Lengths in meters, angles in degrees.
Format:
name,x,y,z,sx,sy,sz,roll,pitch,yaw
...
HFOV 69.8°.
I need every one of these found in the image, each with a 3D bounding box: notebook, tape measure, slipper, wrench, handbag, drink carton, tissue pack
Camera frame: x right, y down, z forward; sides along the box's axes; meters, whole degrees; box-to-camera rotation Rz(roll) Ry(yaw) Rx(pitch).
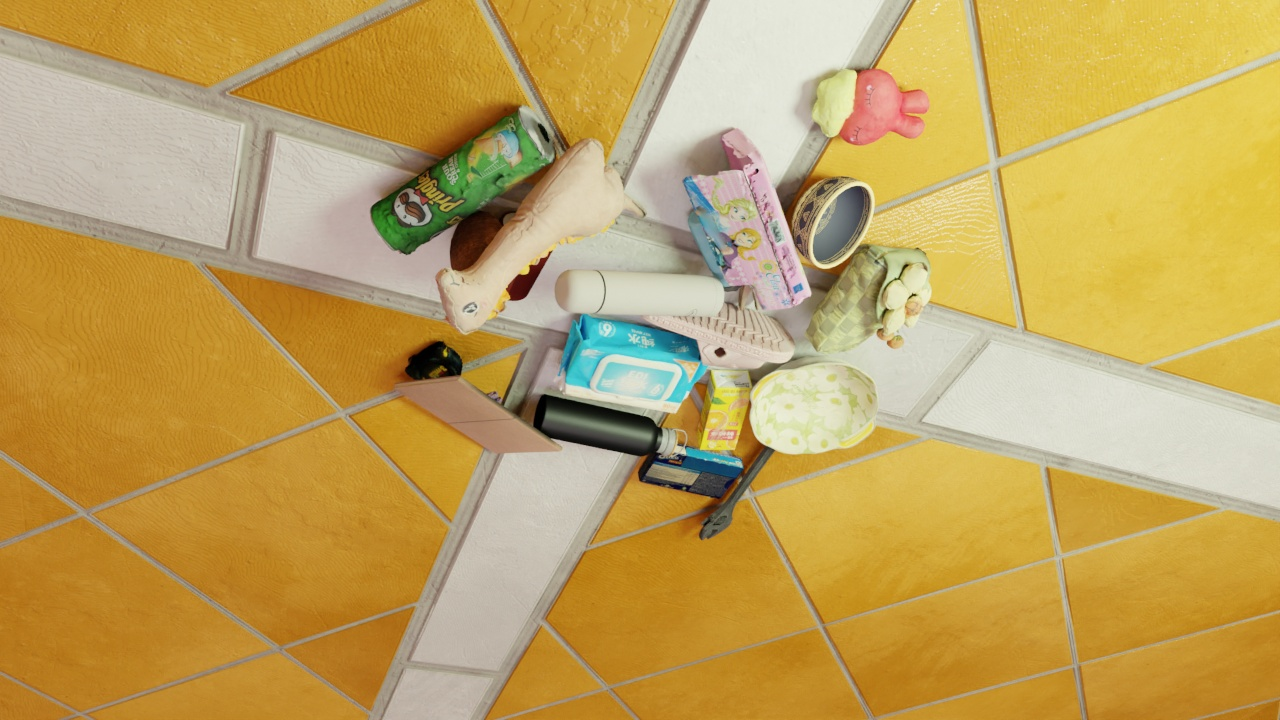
name,x,y,z,sx,sy,sz,roll,pitch,yaw
notebook,-0.227,0.081,1.292,0.142,0.008,0.209,-6,146,39
tape measure,-0.276,0.009,1.257,0.067,0.038,0.062,-31,122,19
slipper,0.094,-0.034,1.222,0.239,0.094,0.065,17,124,-17
wrench,0.165,0.207,1.489,0.073,0.018,0.274,-9,140,-40
handbag,0.304,-0.067,1.192,0.113,0.117,0.187,-4,139,-41
drink carton,0.124,0.077,1.363,0.058,0.042,0.135,1,133,-9
tissue pack,-0.008,0.007,1.270,0.209,0.066,0.117,10,132,-18

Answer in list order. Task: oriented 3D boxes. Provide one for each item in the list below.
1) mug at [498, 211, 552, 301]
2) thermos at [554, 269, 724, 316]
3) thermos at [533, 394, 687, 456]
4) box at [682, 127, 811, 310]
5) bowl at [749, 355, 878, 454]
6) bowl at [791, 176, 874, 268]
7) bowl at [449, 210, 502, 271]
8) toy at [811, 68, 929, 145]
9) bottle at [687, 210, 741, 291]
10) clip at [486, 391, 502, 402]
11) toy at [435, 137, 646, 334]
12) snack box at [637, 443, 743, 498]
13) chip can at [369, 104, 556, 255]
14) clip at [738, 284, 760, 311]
name,x,y,z,sx,sy,sz,roll,pitch,yaw
mug,-0.154,-0.117,1.106,0.073,0.105,0.083,24,126,-16
thermos,0.000,-0.081,1.113,0.223,0.052,0.052,-1,137,-35
thermos,-0.039,0.103,1.355,0.231,0.061,0.061,13,130,-18
box,0.125,-0.154,1.110,0.097,0.085,0.230,-26,131,4
bowl,0.249,0.055,1.346,0.219,0.060,0.189,28,125,-27
bowl,0.224,-0.176,1.119,0.112,0.061,0.113,-27,137,-29
bowl,-0.200,-0.127,1.087,0.026,0.114,0.102,-1,111,-43
toy,0.261,-0.285,1.040,0.135,0.045,0.092,9,133,-7
bottle,0.100,-0.136,1.164,0.040,0.040,0.130,-21,132,12
clip,-0.225,0.062,1.329,0.053,0.013,0.036,-31,130,17
toy,-0.110,-0.125,1.046,0.264,0.065,0.196,-53,142,-3
snack box,0.080,0.174,1.458,0.150,0.027,0.082,15,128,-22
chip can,-0.200,-0.203,1.045,0.224,0.075,0.075,-28,130,18
clip,0.154,-0.092,1.222,0.043,0.024,0.061,4,128,-10
